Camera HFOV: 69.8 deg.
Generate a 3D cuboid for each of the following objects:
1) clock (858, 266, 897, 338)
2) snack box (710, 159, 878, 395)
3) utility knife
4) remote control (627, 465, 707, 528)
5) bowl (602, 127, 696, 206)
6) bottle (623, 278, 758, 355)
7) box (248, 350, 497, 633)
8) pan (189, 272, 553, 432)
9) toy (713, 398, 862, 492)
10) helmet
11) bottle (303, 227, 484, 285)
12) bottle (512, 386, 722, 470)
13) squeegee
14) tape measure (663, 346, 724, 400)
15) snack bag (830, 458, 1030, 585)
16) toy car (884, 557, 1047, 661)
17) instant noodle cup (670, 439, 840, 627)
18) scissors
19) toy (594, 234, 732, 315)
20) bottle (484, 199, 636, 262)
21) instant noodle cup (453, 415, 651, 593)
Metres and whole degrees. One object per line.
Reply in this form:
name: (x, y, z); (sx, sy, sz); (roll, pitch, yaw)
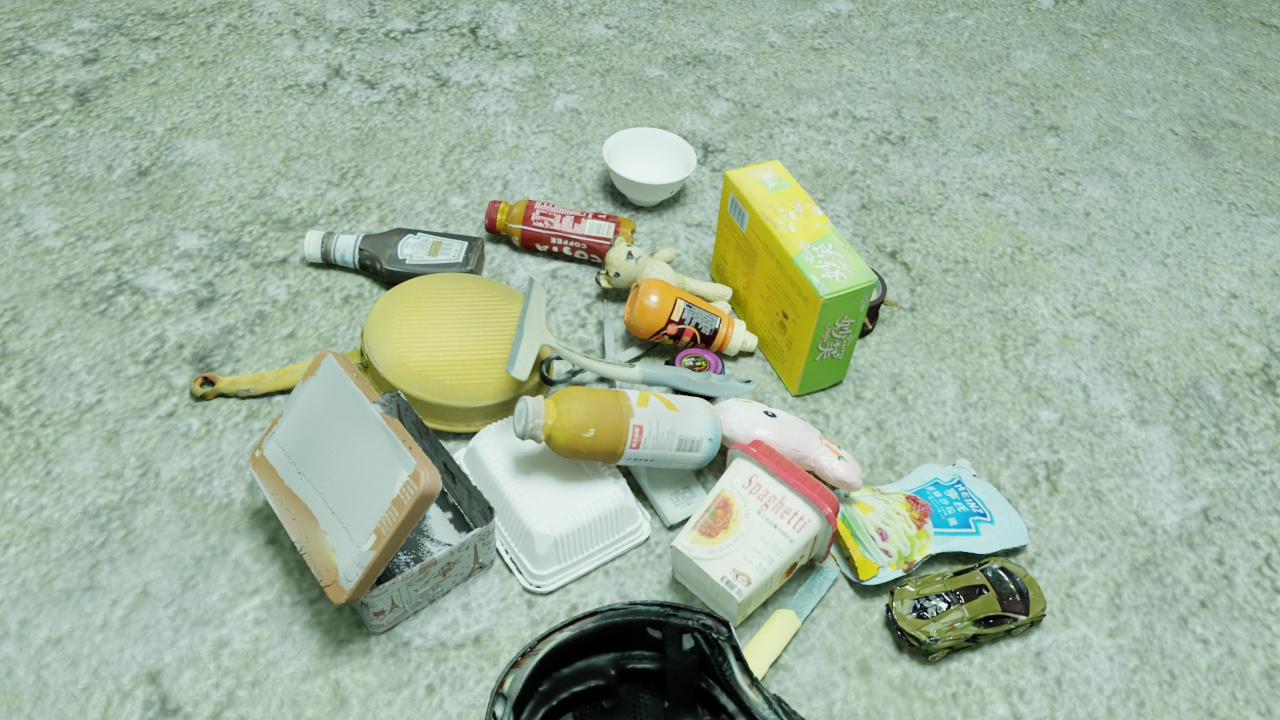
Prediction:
clock: (0.230, -0.079, 1.060); (0.122, 0.055, 0.081); (39, 55, 22)
snack box: (0.156, -0.091, 0.992); (0.070, 0.158, 0.210); (-17, 52, -17)
utility knife: (0.107, 0.243, 0.775); (0.031, 0.022, 0.215); (34, 59, 21)
remote control: (0.015, 0.098, 0.880); (0.049, 0.024, 0.125); (-25, 68, -25)
bowl: (0.008, -0.236, 1.167); (0.118, 0.065, 0.118); (4, 47, -4)
bottle: (0.059, -0.040, 0.993); (0.149, 0.067, 0.066); (18, 46, -14)
box: (-0.226, 0.097, 0.758); (0.151, 0.175, 0.182); (-28, 57, -30)
pan: (-0.265, 0.000, 0.930); (0.357, 0.078, 0.197); (-1, 47, -18)
toy: (0.140, 0.079, 0.884); (0.159, 0.054, 0.121); (24, 8, 8)
helmet: (0.004, 0.309, 0.610); (0.229, 0.157, 0.274); (-22, 65, -28)
bottle: (-0.278, -0.118, 1.036); (0.195, 0.044, 0.079); (7, 43, -1)
bottle: (-0.019, 0.059, 0.816); (0.189, 0.068, 0.068); (7, 44, -28)
squeegee: (-0.005, 0.005, 0.902); (0.246, 0.039, 0.246); (15, 22, -8)
tape measure: (0.059, 0.016, 0.963); (0.057, 0.039, 0.058); (-25, 51, -26)
snack bag: (0.266, 0.150, 0.872); (0.190, 0.039, 0.110); (-11, 39, -18)
toy car: (0.291, 0.215, 0.814); (0.158, 0.042, 0.070); (-9, 50, -19)
instant noodle cup: (0.094, 0.154, 0.801); (0.116, 0.117, 0.124); (38, 66, 24)
scissors: (-0.027, 0.005, 0.957); (0.178, 0.014, 0.159); (-19, 69, -41)
toy: (0.030, -0.086, 1.034); (0.157, 0.066, 0.105); (22, 72, -4)
bottle: (-0.095, -0.154, 1.083); (0.175, 0.058, 0.057); (12, 47, 3)
instant noodle cup: (-0.084, 0.111, 0.844); (0.137, 0.060, 0.173); (-23, 54, -26)
